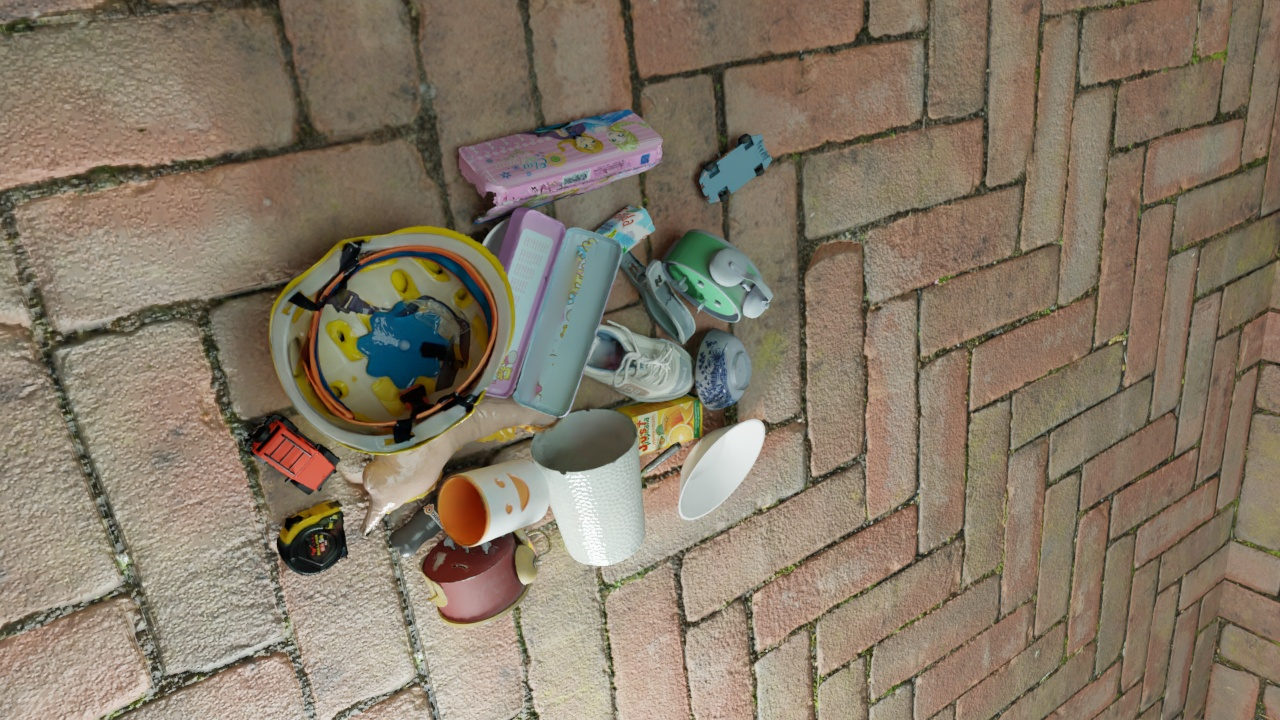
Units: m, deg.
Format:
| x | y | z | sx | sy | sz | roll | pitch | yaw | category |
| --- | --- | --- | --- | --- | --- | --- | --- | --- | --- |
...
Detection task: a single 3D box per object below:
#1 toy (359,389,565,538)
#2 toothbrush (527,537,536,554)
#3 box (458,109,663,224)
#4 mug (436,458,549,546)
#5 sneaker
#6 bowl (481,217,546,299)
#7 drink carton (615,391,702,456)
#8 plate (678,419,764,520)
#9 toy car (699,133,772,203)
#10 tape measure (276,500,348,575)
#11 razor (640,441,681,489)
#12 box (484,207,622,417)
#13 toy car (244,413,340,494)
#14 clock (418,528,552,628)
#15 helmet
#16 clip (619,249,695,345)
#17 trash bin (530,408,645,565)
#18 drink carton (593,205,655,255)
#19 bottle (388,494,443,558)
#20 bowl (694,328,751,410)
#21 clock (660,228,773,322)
| x | y | z | sx | sy | sz | roll | pitch | yaw | category |
| --- | --- | --- | --- | --- | --- | --- | --- | --- | --- |
| -0.205 | 0.099 | 1.075 | 0.263 | 0.065 | 0.196 | -7 | 119 | -41 | toy |
| -0.166 | 0.213 | 1.160 | 0.021 | 0.016 | 0.135 | -46 | 125 | -21 | toothbrush |
| -0.089 | -0.211 | 1.049 | 0.229 | 0.084 | 0.091 | -22 | 145 | -29 | box |
| -0.169 | 0.162 | 1.063 | 0.105 | 0.082 | 0.082 | -11 | 112 | -53 | mug |
| -0.007 | 0.007 | 1.161 | 0.242 | 0.091 | 0.089 | 19 | 92 | -39 | sneaker |
| -0.145 | -0.114 | 1.053 | 0.109 | 0.040 | 0.110 | -12 | 111 | -33 | bowl |
| 0.023 | 0.085 | 1.239 | 0.122 | 0.041 | 0.058 | -13 | 112 | -31 | drink carton |
| 0.103 | 0.145 | 1.295 | 0.173 | 0.036 | 0.174 | -34 | 146 | -27 | plate |
| 0.119 | -0.253 | 1.206 | 0.107 | 0.027 | 0.060 | -37 | 123 | -9 | toy car |
| -0.358 | 0.197 | 1.003 | 0.072 | 0.042 | 0.071 | -16 | 115 | -36 | tape measure |
| 0.019 | 0.138 | 1.227 | 0.042 | 0.026 | 0.106 | 16 | 137 | -37 | razor |
| -0.112 | -0.052 | 1.028 | 0.140 | 0.062 | 0.214 | 18 | 93 | -20 | box |
| -0.363 | 0.101 | 0.962 | 0.051 | 0.049 | 0.100 | -50 | 127 | -12 | toy car |
| -0.182 | 0.239 | 1.090 | 0.158 | 0.117 | 0.081 | -22 | 114 | -12 | clock |
| -0.249 | -0.018 | 0.940 | 0.239 | 0.140 | 0.209 | -38 | 94 | -20 | helmet |
| 0.018 | -0.083 | 1.174 | 0.027 | 0.090 | 0.162 | -47 | 140 | -15 | clip |
| -0.057 | 0.164 | 1.157 | 0.133 | 0.133 | 0.161 | -27 | 124 | -26 | trash bin |
| -0.041 | -0.141 | 1.118 | 0.128 | 0.044 | 0.038 | -40 | 124 | -17 | drink carton |
| -0.245 | 0.186 | 1.082 | 0.109 | 0.036 | 0.036 | -42 | 124 | -18 | bottle |
| 0.121 | 0.014 | 1.255 | 0.114 | 0.045 | 0.114 | -7 | 99 | -57 | bowl |
| 0.100 | -0.100 | 1.156 | 0.075 | 0.162 | 0.122 | -54 | 127 | -11 | clock |
